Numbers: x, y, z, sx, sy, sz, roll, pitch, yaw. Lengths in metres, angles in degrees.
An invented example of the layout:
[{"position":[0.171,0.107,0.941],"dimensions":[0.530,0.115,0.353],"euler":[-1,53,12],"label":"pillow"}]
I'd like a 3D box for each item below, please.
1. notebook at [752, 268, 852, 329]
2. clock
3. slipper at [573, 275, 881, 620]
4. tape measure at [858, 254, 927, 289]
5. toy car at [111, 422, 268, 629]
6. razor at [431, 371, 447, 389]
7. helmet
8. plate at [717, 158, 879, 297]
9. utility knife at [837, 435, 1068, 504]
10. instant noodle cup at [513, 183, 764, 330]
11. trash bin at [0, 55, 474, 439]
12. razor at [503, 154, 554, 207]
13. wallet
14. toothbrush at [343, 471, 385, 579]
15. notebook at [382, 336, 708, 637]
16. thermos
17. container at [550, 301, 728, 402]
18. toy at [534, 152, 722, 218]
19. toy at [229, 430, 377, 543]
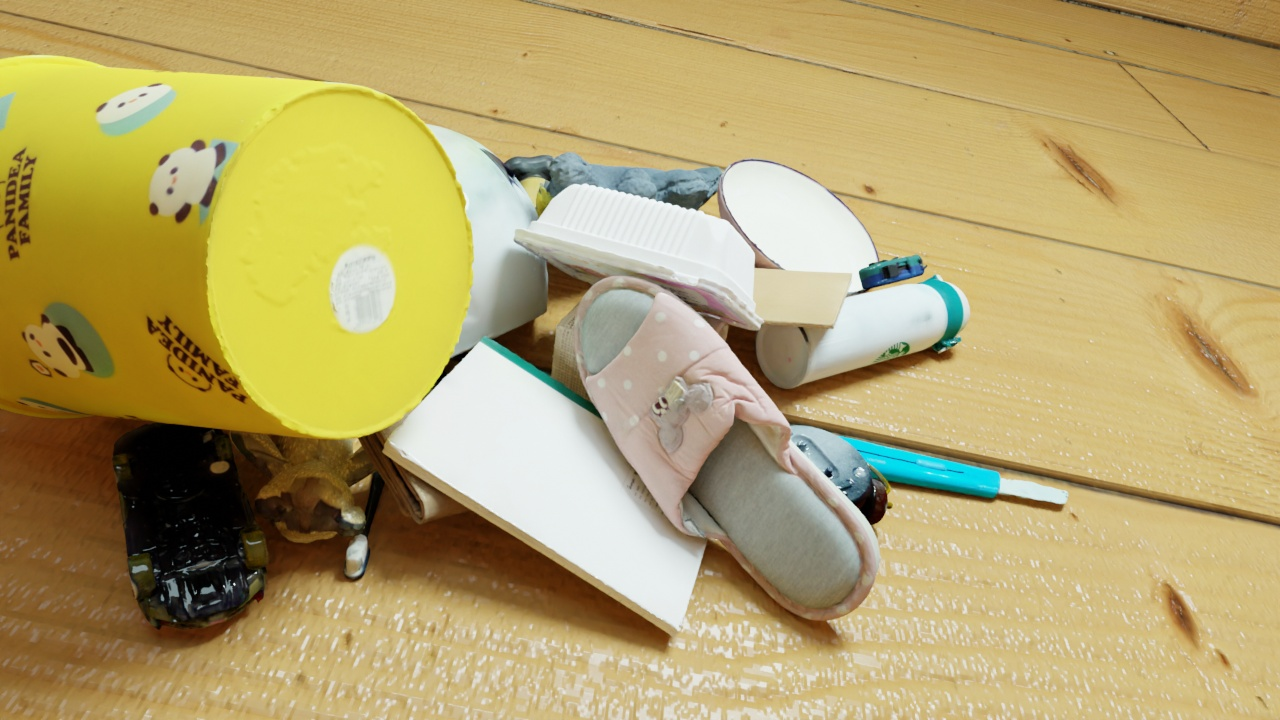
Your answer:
[{"position":[0.072,-0.061,0.809],"dimensions":[0.212,0.012,0.149],"euler":[5,22,17],"label":"notebook"},{"position":[0.128,0.090,0.660],"dimensions":[0.121,0.055,0.082],"euler":[-9,41,-29],"label":"clock"},{"position":[0.044,0.056,0.601],"dimensions":[0.274,0.114,0.054],"euler":[50,27,14],"label":"slipper"},{"position":[0.240,-0.086,0.889],"dimensions":[0.054,0.025,0.058],"euler":[-12,-1,-10],"label":"tape measure"},{"position":[-0.268,0.091,0.545],"dimensions":[0.070,0.042,0.158],"euler":[-10,43,-29],"label":"toy car"},{"position":[-0.215,0.002,0.700],"dimensions":[0.142,0.022,0.042],"euler":[11,37,-4],"label":"razor"},{"position":[-0.194,-0.116,0.738],"dimensions":[0.259,0.146,0.228],"euler":[30,32,24],"label":"helmet"},{"position":[0.157,-0.129,0.948],"dimensions":[0.192,0.039,0.192],"euler":[19,44,-19],"label":"plate"},{"position":[0.245,0.091,0.728],"dimensions":[0.202,0.018,0.034],"euler":[11,35,-5],"label":"utility knife"},{"position":[0.007,-0.082,0.691],"dimensions":[0.173,0.060,0.138],"euler":[16,-4,23],"label":"instant noodle cup"},{"position":[-0.253,-0.063,0.534],"dimensions":[0.256,0.230,0.228],"euler":[7,31,28],"label":"trash bin"},{"position":[-0.117,-0.148,0.908],"dimensions":[0.067,0.062,0.167],"euler":[36,34,-24],"label":"razor"},{"position":[-0.119,0.061,0.601],"dimensions":[0.115,0.033,0.090],"euler":[-6,52,-54],"label":"wallet"},{"position":[-0.176,0.073,0.622],"dimensions":[0.015,0.018,0.180],"euler":[5,35,-6],"label":"toothbrush"},{"position":[-0.046,0.073,0.607],"dimensions":[0.209,0.012,0.150],"euler":[33,31,-2],"label":"notebook"},{"position":[0.211,-0.027,0.837],"dimensions":[0.223,0.073,0.073],"euler":[-13,43,-32],"label":"thermos"},{"position":[-0.004,0.004,0.707],"dimensions":[0.111,0.090,0.090],"euler":[21,37,15],"label":"container"},{"position":[-0.018,-0.148,0.869],"dimensions":[0.091,0.138,0.355],"euler":[61,29,4],"label":"toy"},{"position":[-0.213,0.058,0.598],"dimensions":[0.105,0.066,0.157],"euler":[15,25,-24],"label":"toy"}]
